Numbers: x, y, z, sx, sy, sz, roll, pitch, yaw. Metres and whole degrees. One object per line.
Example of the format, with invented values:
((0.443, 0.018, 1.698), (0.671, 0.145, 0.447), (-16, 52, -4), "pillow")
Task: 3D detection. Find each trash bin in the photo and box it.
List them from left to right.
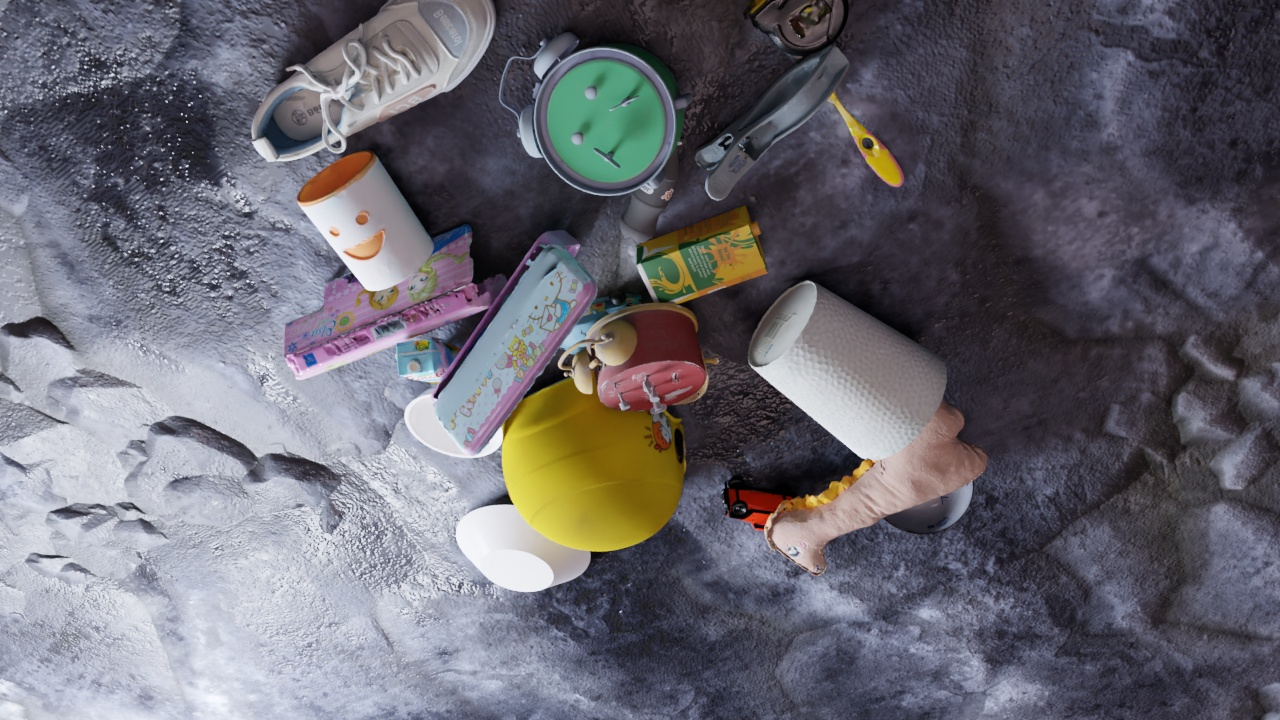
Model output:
((0.204, 0.005, 0.936), (0.161, 0.133, 0.134), (33, 121, -17), "trash bin")

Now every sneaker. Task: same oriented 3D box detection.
((-0.227, -0.236, 0.774), (0.243, 0.090, 0.089), (-24, 122, 17), "sneaker")

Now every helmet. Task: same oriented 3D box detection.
((-0.047, 0.139, 1.027), (0.209, 0.139, 0.240), (-23, 124, 17), "helmet")

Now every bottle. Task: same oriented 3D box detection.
((0.013, -0.163, 0.861), (0.036, 0.036, 0.110), (17, 125, -12), "bottle")

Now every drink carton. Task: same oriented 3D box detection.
((-0.211, 0.002, 0.939), (0.044, 0.129, 0.038), (-7, 85, 5), "drink carton")
((0.063, -0.101, 0.905), (0.123, 0.041, 0.058), (-18, 125, 14), "drink carton")

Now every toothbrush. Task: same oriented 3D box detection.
((0.203, -0.205, 0.840), (0.021, 0.016, 0.135), (-36, 119, 22), "toothbrush")

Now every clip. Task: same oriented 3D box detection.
((0.111, -0.215, 0.813), (0.162, 0.090, 0.027), (-43, 116, 12), "clip")

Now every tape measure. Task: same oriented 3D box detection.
((0.135, -0.290, 0.762), (0.071, 0.042, 0.072), (37, 116, -21), "tape measure")

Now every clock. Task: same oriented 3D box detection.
((-0.045, -0.215, 0.790), (0.161, 0.075, 0.122), (21, 116, 2), "clock")
((-0.006, 0.005, 0.924), (0.158, 0.081, 0.117), (7, 148, -32), "clock")

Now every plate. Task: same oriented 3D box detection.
((-0.152, 0.250, 1.156), (0.174, 0.036, 0.174), (5, 135, 5), "plate")

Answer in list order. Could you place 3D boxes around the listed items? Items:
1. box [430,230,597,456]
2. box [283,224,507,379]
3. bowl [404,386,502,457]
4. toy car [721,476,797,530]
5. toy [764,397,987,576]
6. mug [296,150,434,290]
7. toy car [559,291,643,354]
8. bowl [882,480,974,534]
((-0.126, -0.023, 0.880), (0.062, 0.140, 0.214), (29, 108, -28), "box")
((-0.255, -0.061, 0.925), (0.231, 0.084, 0.090), (-19, 96, 15), "box")
((-0.203, 0.059, 1.024), (0.110, 0.040, 0.110), (6, 137, 5), "bowl")
((0.146, 0.179, 1.110), (0.100, 0.051, 0.049), (9, 125, -7), "toy car")
((0.246, 0.125, 1.033), (0.265, 0.065, 0.196), (-25, 96, 18), "toy")
((-0.255, -0.130, 0.859), (0.082, 0.082, 0.105), (-20, 125, 15), "mug")
((-0.046, -0.036, 0.963), (0.108, 0.027, 0.060), (-12, 126, 9), "toy car")
((0.326, 0.142, 1.073), (0.114, 0.045, 0.114), (2, 97, 13), "bowl")
